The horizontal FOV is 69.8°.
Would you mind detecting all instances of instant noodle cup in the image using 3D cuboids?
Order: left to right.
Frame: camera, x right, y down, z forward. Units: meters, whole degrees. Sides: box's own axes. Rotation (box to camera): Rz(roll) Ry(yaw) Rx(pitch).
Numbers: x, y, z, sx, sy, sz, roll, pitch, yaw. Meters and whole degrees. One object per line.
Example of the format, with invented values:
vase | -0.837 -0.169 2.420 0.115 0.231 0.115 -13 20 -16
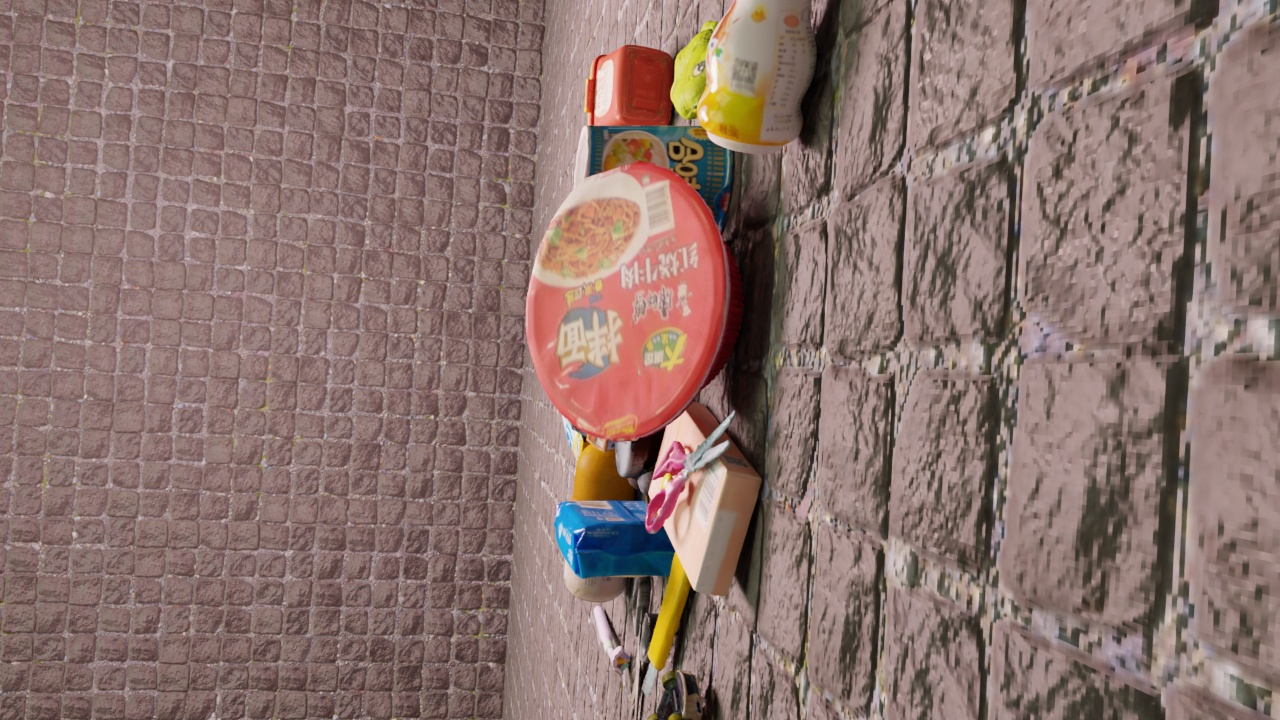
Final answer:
instant noodle cup | 0.004 -0.040 0.652 0.194 0.065 0.193 -3 86 44
instant noodle cup | 0.006 -0.142 0.712 0.099 0.110 0.099 -176 91 -79

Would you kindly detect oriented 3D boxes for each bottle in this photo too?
bottle | -0.039 0.155 0.957 0.068 0.068 0.190 -128 43 -74
bottle | 0.069 -0.175 0.518 0.063 0.063 0.109 -106 22 -60

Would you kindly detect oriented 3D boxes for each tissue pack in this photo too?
tissue pack | -0.022 0.157 0.805 0.157 0.095 0.052 -176 88 -77

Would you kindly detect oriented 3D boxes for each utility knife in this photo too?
utility knife | 0.025 0.204 0.738 0.033 0.015 0.193 -104 24 -58

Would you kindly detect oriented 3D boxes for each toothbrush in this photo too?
toothbrush | -0.036 0.305 1.023 0.189 0.021 0.029 -172 84 -80

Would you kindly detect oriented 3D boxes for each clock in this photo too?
clock | 0.010 0.070 0.767 0.082 0.055 0.122 178 95 -78

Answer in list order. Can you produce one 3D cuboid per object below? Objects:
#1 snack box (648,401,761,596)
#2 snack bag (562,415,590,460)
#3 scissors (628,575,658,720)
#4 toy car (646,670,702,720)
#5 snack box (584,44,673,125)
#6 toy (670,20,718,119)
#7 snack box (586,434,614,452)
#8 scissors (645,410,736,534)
snack box | 0.041 0.090 0.646 0.157 0.026 0.084 -122 45 -72
snack bag | -0.059 0.110 1.082 0.110 0.039 0.191 55 174 -13
scissors | 0.001 0.282 0.864 0.160 0.014 0.170 112 157 -66
toy car | 0.028 0.261 0.661 0.042 0.035 0.091 -104 21 -53
snack box | -0.009 -0.266 0.919 0.080 0.082 0.091 180 93 -69
toy | 0.048 -0.223 0.715 0.097 0.031 0.100 -42 32 52
snack box | -0.005 0.005 0.819 0.026 0.075 0.154 31 127 29
scissors | 0.035 0.061 0.612 0.138 0.017 0.077 123 164 -48
